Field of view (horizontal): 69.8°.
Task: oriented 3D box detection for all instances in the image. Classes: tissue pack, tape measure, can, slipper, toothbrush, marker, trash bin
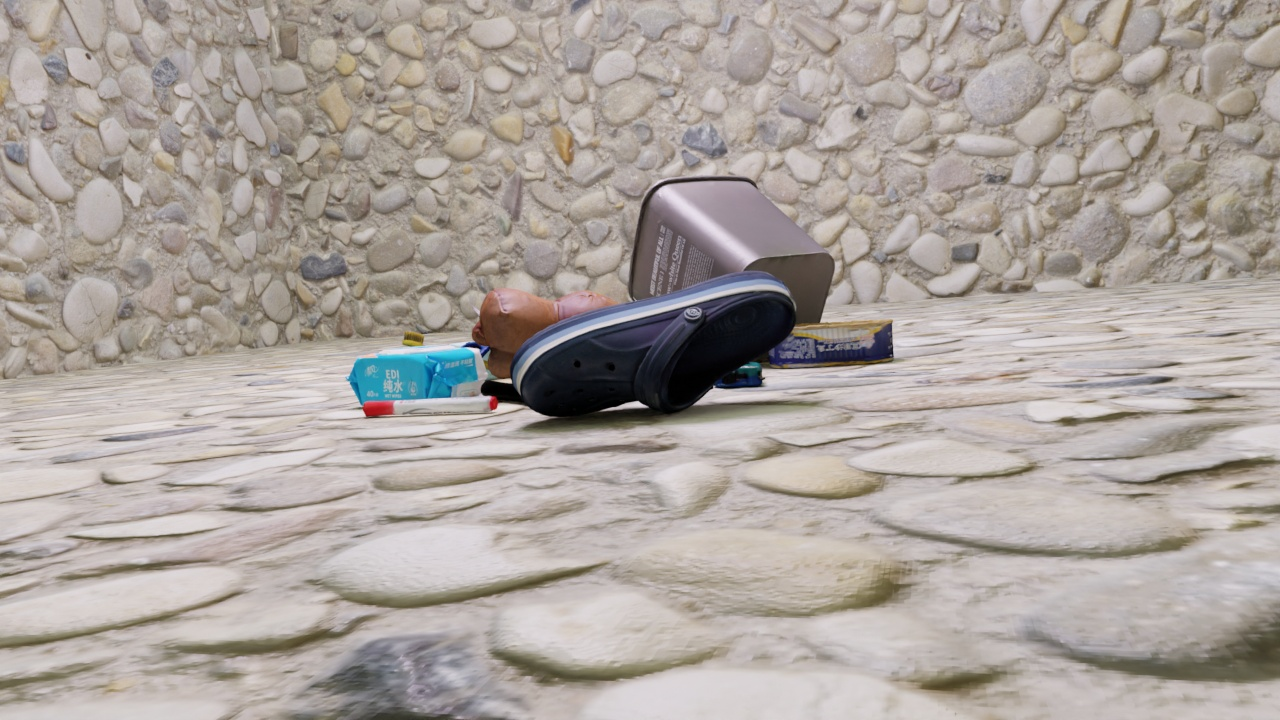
[{"bbox_3d":[-0.249,0.016,1.024,0.140,0.063,0.089,-1,6,34],"label":"tissue pack"},{"bbox_3d":[0.101,0.013,0.951,0.054,0.025,0.058,-3,4,6],"label":"tape measure"},{"bbox_3d":[0.226,-0.021,1.093,0.148,0.049,0.074,-4,5,11],"label":"can"},{"bbox_3d":[0.019,0.003,0.785,0.252,0.105,0.095,-18,48,-5],"label":"slipper"},{"bbox_3d":[-0.210,-0.004,1.131,0.016,0.016,0.190,-4,-17,44],"label":"toothbrush"},{"bbox_3d":[-0.131,0.035,0.960,0.022,0.020,0.132,-41,24,-27],"label":"marker"},{"bbox_3d":[-0.209,0.046,0.910,0.145,0.017,0.017,-3,5,18],"label":"marker"},{"bbox_3d":[0.122,-0.116,1.226,0.198,0.199,0.219,-8,34,-28],"label":"trash bin"}]

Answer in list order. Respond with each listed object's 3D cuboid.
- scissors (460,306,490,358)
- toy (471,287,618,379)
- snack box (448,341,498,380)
[{"bbox_3d":[-0.186,-0.024,1.243,0.162,0.012,0.175,29,32,15],"label":"scissors"},{"bbox_3d":[-0.101,-0.032,1.142,0.199,0.131,0.140,-10,35,-20],"label":"toy"},{"bbox_3d":[-0.180,-0.007,1.310,0.174,0.051,0.074,-8,8,-38],"label":"snack box"}]
